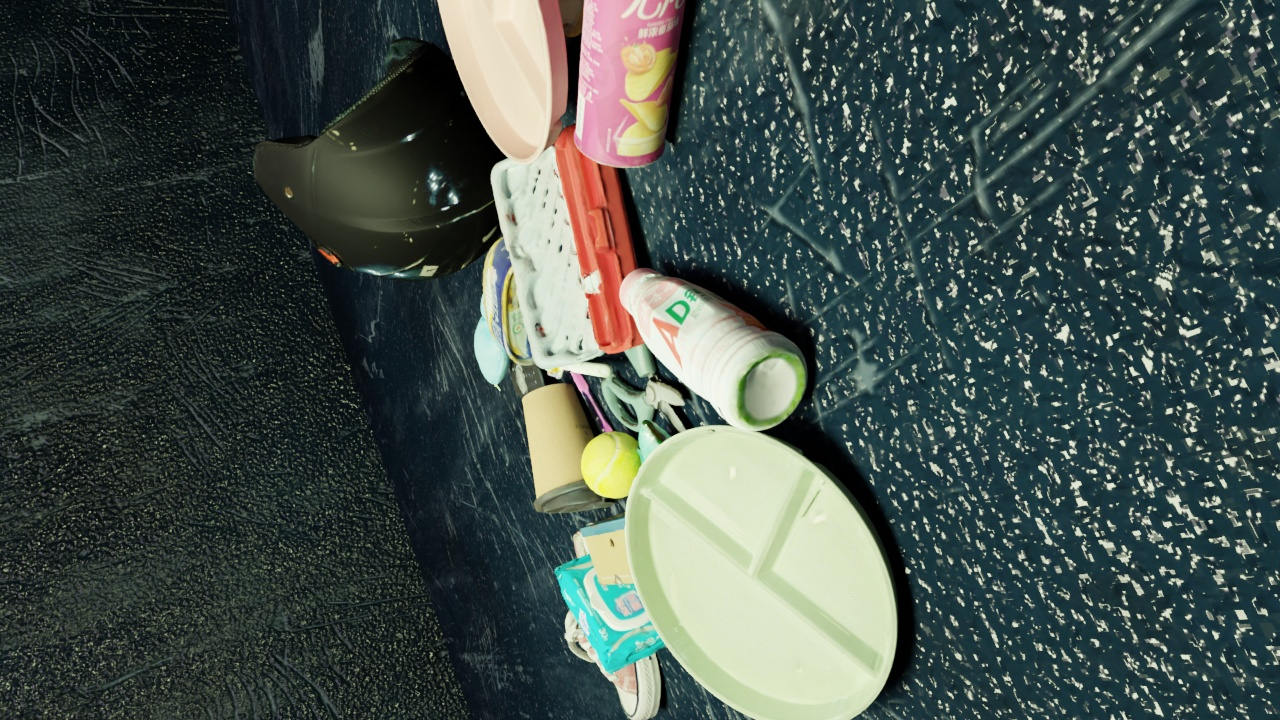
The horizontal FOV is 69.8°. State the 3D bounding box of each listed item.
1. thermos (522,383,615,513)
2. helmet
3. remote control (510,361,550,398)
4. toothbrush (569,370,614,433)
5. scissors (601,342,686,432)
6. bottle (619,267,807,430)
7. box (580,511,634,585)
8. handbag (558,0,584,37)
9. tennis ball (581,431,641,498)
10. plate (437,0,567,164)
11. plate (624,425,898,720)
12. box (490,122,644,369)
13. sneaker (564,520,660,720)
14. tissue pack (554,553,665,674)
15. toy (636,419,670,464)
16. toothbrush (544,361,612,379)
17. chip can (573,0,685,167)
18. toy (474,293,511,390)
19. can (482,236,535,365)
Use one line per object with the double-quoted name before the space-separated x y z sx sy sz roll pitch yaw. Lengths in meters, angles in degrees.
"thermos" -0.083 0.102 1.009 0.093 0.093 0.143 125 132 -62
"helmet" -0.246 -0.192 0.970 0.230 0.232 0.275 39 150 1
"remote control" -0.132 0.023 1.128 0.137 0.024 0.053 0 106 68
"toothbrush" -0.036 0.073 0.969 0.189 0.014 0.018 59 173 31
"scissors" -0.004 0.002 0.844 0.177 0.019 0.172 9 114 65
"bottle" 0.041 -0.019 0.673 0.197 0.068 0.068 42 142 54
"box" 0.014 0.160 0.830 0.185 0.089 0.063 -37 72 63
"handbag" -0.092 -0.358 0.717 0.178 0.063 0.164 60 155 14
"tennis ball" -0.026 0.102 0.900 0.065 0.065 0.066 46 146 45
"plate" -0.113 -0.273 0.732 0.229 0.028 0.230 49 151 39
"plate" 0.082 0.154 0.661 0.230 0.027 0.230 16 114 39
"box" -0.060 -0.100 0.820 0.161 0.063 0.201 -13 90 47
"sneaker" -0.046 0.309 1.063 0.118 0.087 0.241 -2 103 65
"tissue pack" -0.022 0.253 0.967 0.133 0.093 0.050 50 153 39
"toy" 0.020 0.091 0.823 0.096 0.030 0.092 48 163 33
"toothbrush" -0.065 0.009 0.944 0.029 0.020 0.190 58 162 -12
"chip can" -0.004 -0.235 0.612 0.071 0.071 0.211 55 152 34
"toy" -0.185 -0.033 1.168 0.161 0.049 0.156 -143 55 -71
"can" -0.128 -0.065 0.997 0.049 0.074 0.148 47 146 40
